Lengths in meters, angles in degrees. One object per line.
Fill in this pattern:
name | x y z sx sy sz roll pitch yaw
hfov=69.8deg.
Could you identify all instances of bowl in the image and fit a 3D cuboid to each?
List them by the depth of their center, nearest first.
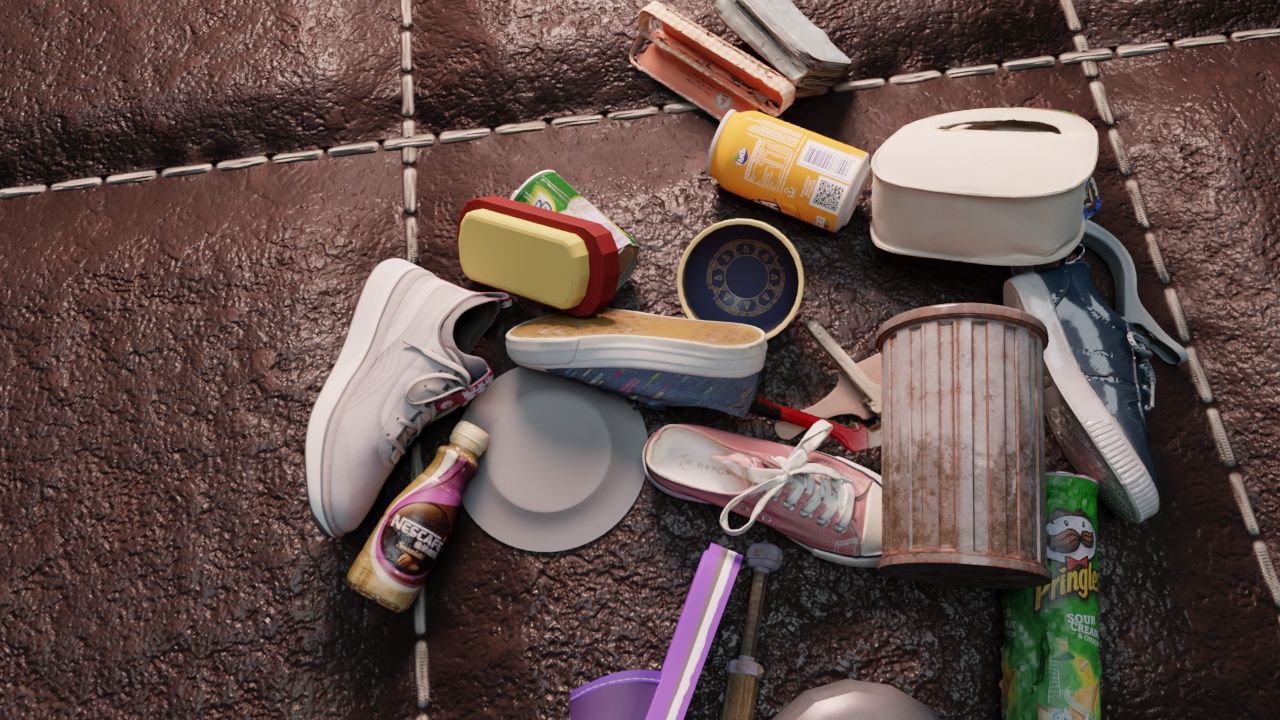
bowl | 0.094 -0.074 0.839 0.112 0.061 0.112 3 102 13

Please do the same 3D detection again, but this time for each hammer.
hammer | 0.068 0.293 0.710 0.147 0.028 0.316 -6 57 37

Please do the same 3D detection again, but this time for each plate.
plate | -0.082 0.081 0.823 0.178 0.012 0.178 -1 69 3

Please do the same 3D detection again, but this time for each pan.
pan | 0.256 0.360 0.680 0.357 0.041 0.178 17 71 10

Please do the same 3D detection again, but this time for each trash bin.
trash bin | 0.249 0.061 0.713 0.131 0.131 0.210 5 71 5

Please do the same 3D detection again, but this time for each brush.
brush | 0.183 0.037 0.825 0.135 0.015 0.050 -26 71 0
brush | -0.101 -0.095 0.833 0.173 0.082 0.041 19 26 29

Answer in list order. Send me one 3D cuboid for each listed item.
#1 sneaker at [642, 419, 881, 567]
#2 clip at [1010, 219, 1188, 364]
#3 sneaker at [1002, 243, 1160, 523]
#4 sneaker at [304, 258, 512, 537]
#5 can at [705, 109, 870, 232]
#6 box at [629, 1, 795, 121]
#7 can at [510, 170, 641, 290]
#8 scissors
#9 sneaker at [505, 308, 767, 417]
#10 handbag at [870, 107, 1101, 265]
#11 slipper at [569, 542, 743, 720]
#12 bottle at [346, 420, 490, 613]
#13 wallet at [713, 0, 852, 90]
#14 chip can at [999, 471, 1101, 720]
sneaker | 0.118 0.103 0.759 0.241 0.088 0.118 17 71 5
clip | 0.441 -0.068 0.839 0.141 0.029 0.171 -39 73 -9
sneaker | 0.386 0.016 0.768 0.087 0.089 0.235 -19 73 6
sneaker | -0.201 0.034 0.802 0.129 0.097 0.262 8 63 12
can | 0.141 -0.182 0.874 0.142 0.079 0.079 24 72 12
box | 0.068 -0.290 0.927 0.187 0.083 0.043 37 60 17
can | -0.064 -0.120 0.869 0.121 0.067 0.067 43 77 16
scissors | 0.187 0.042 0.806 0.193 0.015 0.179 -8 73 4
sneaker | -0.005 0.005 0.818 0.236 0.087 0.079 4 112 15
handbag | 0.312 -0.166 0.836 0.201 0.093 0.199 12 45 29
slipper | -0.007 0.257 0.702 0.084 0.107 0.265 21 65 9
bottle | -0.183 0.129 0.786 0.060 0.060 0.165 25 72 12
wallet | 0.145 -0.327 0.928 0.131 0.054 0.100 47 38 19
chip can | 0.321 0.202 0.719 0.075 0.075 0.223 7 70 6
